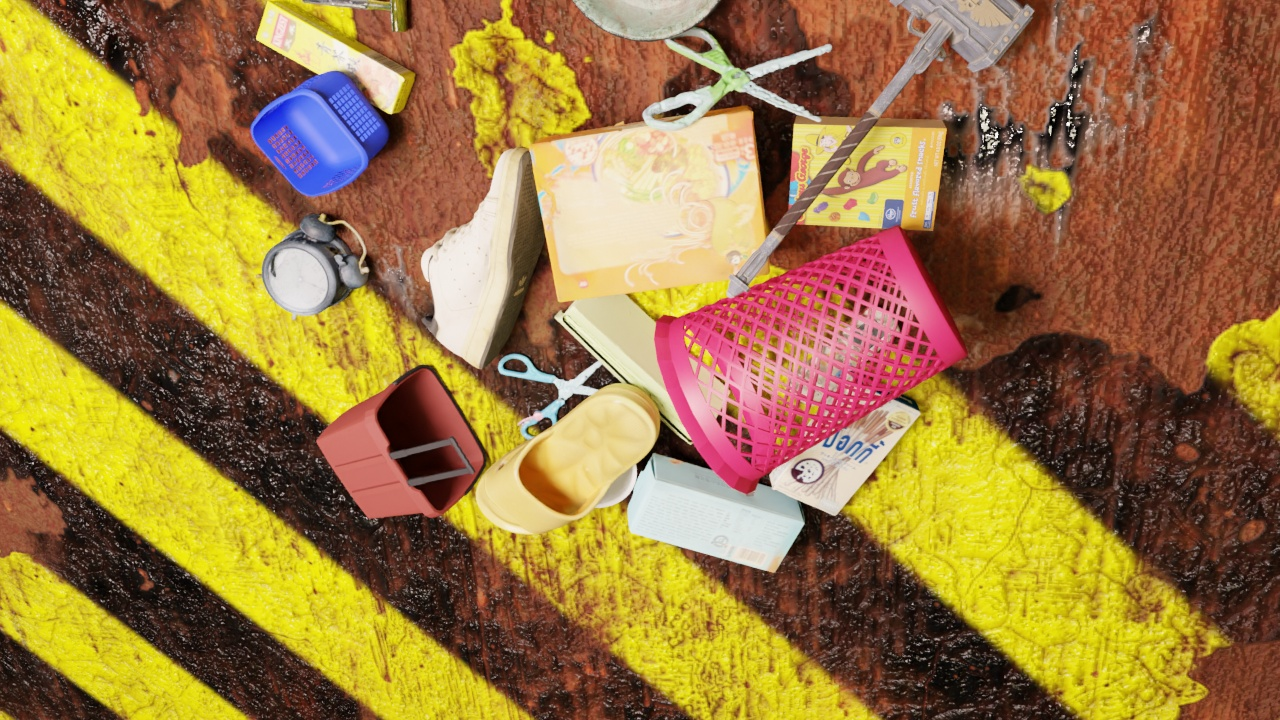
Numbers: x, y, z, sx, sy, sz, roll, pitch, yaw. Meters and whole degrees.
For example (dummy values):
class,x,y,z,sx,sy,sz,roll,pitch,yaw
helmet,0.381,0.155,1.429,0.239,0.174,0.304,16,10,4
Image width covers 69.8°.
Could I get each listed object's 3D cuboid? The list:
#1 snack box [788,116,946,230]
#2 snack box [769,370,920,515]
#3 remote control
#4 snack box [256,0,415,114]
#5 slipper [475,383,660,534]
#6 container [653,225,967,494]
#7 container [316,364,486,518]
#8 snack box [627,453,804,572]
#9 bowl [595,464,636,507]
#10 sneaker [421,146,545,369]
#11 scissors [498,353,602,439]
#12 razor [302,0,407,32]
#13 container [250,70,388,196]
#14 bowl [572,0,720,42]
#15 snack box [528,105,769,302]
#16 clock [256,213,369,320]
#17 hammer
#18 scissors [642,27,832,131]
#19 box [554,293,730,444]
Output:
class,x,y,z,sx,sy,sz,roll,pitch,yaw
snack box,0.198,-0.166,0.813,0.126,0.040,0.088,5,116,11
snack box,0.204,0.086,0.929,0.082,0.026,0.150,25,118,-14
remote control,0.198,-0.004,0.902,0.038,0.018,0.126,41,116,-8
snack box,-0.290,-0.289,0.875,0.148,0.028,0.040,29,117,-2
slipper,-0.083,0.120,0.943,0.099,0.078,0.264,43,124,-11
container,0.157,-0.010,0.819,0.226,0.182,0.183,-28,106,20
container,-0.231,0.088,0.984,0.201,0.126,0.148,-18,110,30
snack box,0.079,0.161,0.968,0.174,0.053,0.075,17,119,-12
bowl,-0.053,0.103,0.997,0.110,0.040,0.110,7,118,12
sneaker,-0.161,-0.109,0.905,0.102,0.088,0.242,26,122,9
scissors,-0.100,0.026,0.992,0.136,0.015,0.125,-40,102,19
razor,-0.267,-0.333,0.854,0.106,0.026,0.042,11,119,13
container,-0.302,-0.218,0.877,0.114,0.058,0.096,-14,124,38
bowl,0.007,-0.353,0.770,0.157,0.038,0.158,5,116,11
snack box,0.012,-0.144,0.831,0.195,0.080,0.145,-7,109,7
clock,-0.339,-0.100,0.965,0.130,0.052,0.090,-33,104,20
hammer,0.174,-0.180,0.752,0.098,0.044,0.322,38,97,-6
scissors,0.077,-0.232,0.772,0.171,0.168,0.023,38,158,28
box,-0.001,0.004,0.923,0.188,0.077,0.089,45,116,-10
